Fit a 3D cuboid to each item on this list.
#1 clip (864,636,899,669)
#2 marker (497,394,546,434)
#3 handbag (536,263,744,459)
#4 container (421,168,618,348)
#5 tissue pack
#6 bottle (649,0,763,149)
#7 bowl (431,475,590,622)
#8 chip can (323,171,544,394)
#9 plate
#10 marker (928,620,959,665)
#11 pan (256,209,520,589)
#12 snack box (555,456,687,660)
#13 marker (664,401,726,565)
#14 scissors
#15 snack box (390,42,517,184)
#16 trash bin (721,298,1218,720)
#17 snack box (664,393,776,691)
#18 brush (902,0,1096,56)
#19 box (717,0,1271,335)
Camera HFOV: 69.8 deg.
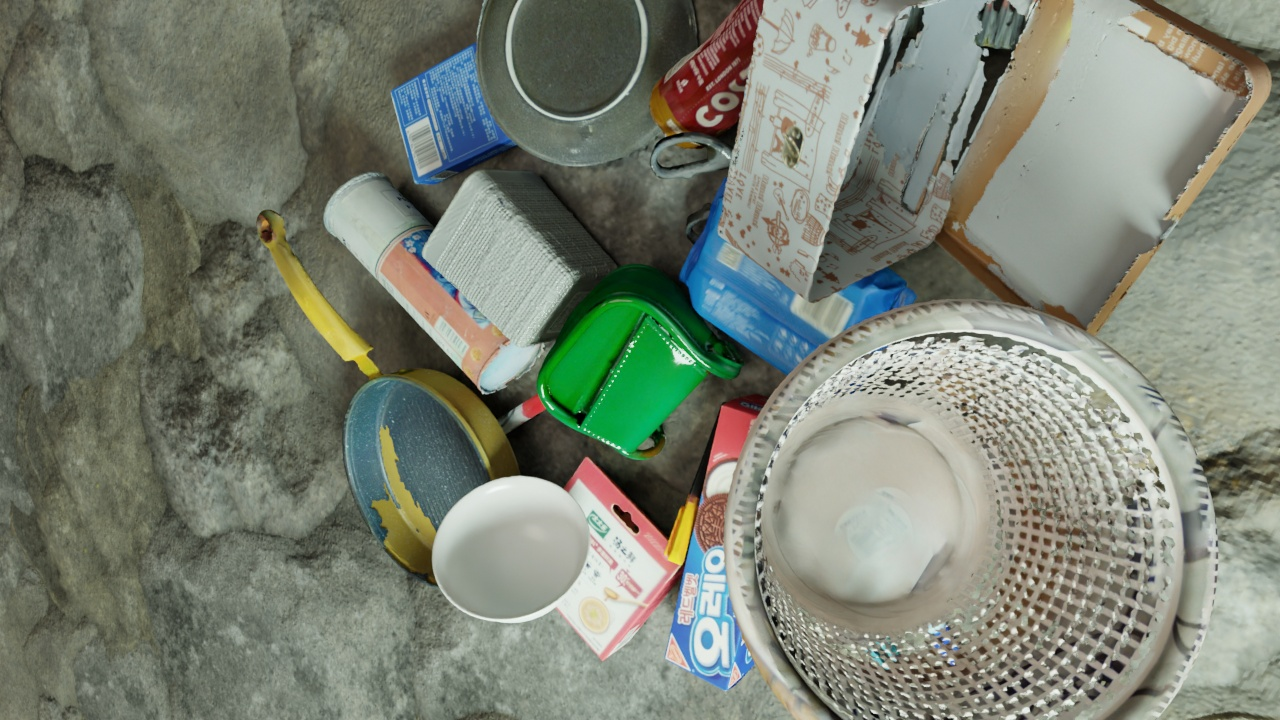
[{"bbox_3d":[0.163,0.195,0.645,0.049,0.015,0.057,-46,72,25],"label":"clip"},{"bbox_3d":[-0.123,0.059,0.794,0.146,0.017,0.017,-32,81,30],"label":"marker"},{"bbox_3d":[-0.004,0.004,0.676,0.120,0.067,0.132,38,120,-9],"label":"handbag"},{"bbox_3d":[-0.090,-0.077,0.714,0.114,0.090,0.090,46,117,14],"label":"container"},{"bbox_3d":[0.100,-0.049,0.618,0.157,0.052,0.095,37,128,21],"label":"tissue pack"},{"bbox_3d":[0.075,-0.200,0.584,0.175,0.057,0.057,-29,81,51],"label":"bottle"},{"bbox_3d":[-0.094,0.155,0.702,0.118,0.118,0.065,29,149,24],"label":"bowl"},{"bbox_3d":[-0.176,-0.067,0.776,0.214,0.071,0.071,44,116,18],"label":"chip can"},{"bbox_3d":[-0.046,-0.235,0.681,0.180,0.024,0.179,2,97,17],"label":"plate"},{"bbox_3d":[0.179,0.142,0.627,0.017,0.016,0.145,-34,80,30],"label":"marker"},{"bbox_3d":[-0.224,0.034,0.784,0.198,0.078,0.357,-20,94,40],"label":"pan"},{"bbox_3d":[-0.026,0.153,0.734,0.113,0.044,0.127,44,117,19],"label":"snack box"},{"bbox_3d":[0.044,0.088,0.673,0.015,0.018,0.123,17,80,19],"label":"marker"},{"bbox_3d":[0.087,-0.130,0.620,0.170,0.014,0.160,21,136,-6],"label":"scissors"},{"bbox_3d":[-0.134,-0.211,0.756,0.157,0.026,0.084,-16,89,31],"label":"snack box"},{"bbox_3d":[0.151,0.092,0.509,0.227,0.192,0.227,0,85,0],"label":"trash bin"},{"bbox_3d":[0.073,0.132,0.665,0.058,0.057,0.208,18,105,28],"label":"snack box"},{"bbox_3d":[0.213,-0.217,0.528,0.146,0.063,0.069,18,119,26],"label":"brush"},{"bbox_3d":[0.170,-0.101,0.484,0.193,0.156,0.183,45,145,32],"label":"box"}]
